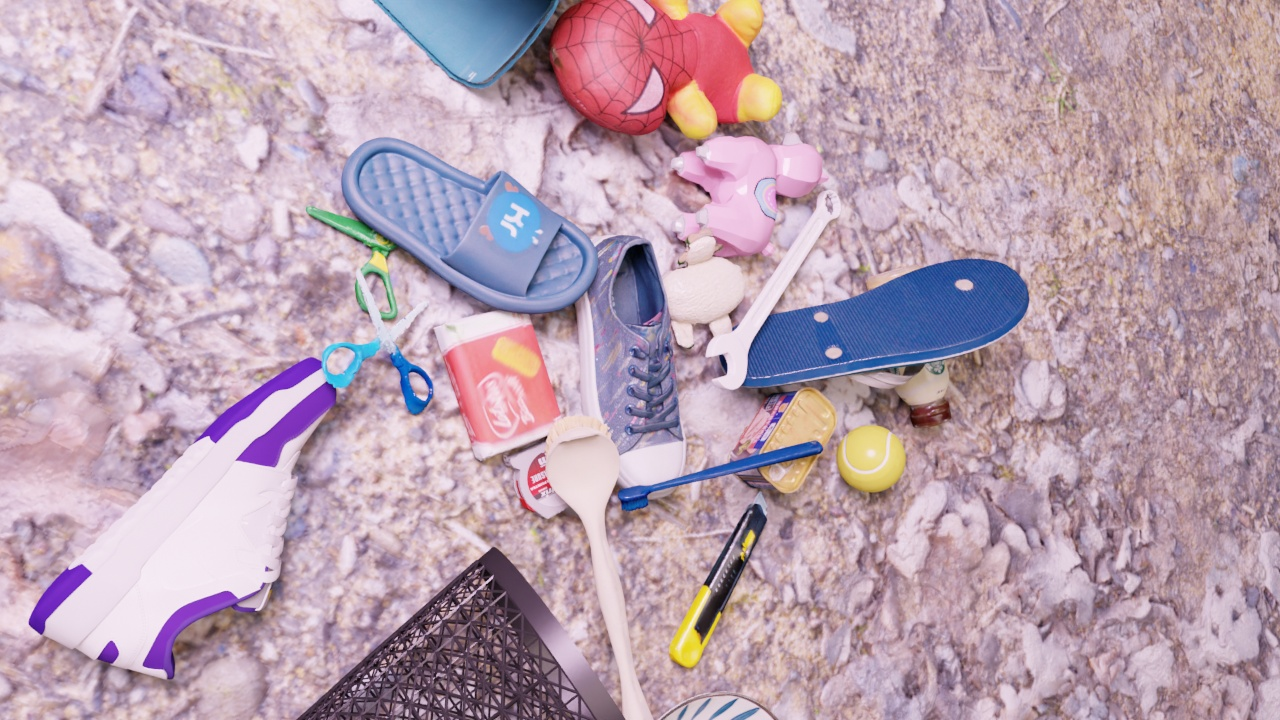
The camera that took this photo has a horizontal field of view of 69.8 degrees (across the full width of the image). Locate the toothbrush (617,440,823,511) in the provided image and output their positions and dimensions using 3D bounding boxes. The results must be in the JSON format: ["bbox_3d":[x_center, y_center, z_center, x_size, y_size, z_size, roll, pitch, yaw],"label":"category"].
[{"bbox_3d":[0.071,0.098,0.788,0.189,0.016,0.017,-13,116,-16],"label":"toothbrush"}]

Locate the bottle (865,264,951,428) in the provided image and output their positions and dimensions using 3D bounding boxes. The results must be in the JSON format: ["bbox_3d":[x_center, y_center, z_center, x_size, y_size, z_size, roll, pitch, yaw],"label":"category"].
[{"bbox_3d":[0.277,-0.013,0.934,0.056,0.057,0.162,-17,93,-27],"label":"bottle"}]

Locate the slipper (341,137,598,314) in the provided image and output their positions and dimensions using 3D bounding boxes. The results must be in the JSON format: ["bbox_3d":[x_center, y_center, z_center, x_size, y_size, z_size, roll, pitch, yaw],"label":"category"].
[{"bbox_3d":[-0.132,-0.107,0.725,0.213,0.059,0.103,25,65,-14],"label":"slipper"}]

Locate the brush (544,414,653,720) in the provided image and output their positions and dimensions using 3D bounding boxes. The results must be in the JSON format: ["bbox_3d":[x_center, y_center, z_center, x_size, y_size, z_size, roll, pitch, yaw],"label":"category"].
[{"bbox_3d":[-0.026,0.176,0.726,0.062,0.077,0.272,-13,85,5],"label":"brush"}]

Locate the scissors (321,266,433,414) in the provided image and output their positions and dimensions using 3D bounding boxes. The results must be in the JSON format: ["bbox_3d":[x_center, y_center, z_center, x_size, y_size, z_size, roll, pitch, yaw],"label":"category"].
[{"bbox_3d":[-0.194,-0.008,0.699,0.127,0.014,0.133,-62,140,-47],"label":"scissors"}]

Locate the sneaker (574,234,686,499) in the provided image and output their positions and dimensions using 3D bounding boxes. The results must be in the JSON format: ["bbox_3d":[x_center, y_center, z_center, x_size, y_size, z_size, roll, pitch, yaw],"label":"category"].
[{"bbox_3d":[-0.005,0.005,0.781,0.087,0.079,0.235,-11,90,-27],"label":"sneaker"}]

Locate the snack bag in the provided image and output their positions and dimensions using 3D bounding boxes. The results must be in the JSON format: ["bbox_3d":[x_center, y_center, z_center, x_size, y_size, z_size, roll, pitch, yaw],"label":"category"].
[{"bbox_3d":[-0.114,0.016,0.751,0.076,0.036,0.116,-19,94,-27],"label":"snack bag"}]

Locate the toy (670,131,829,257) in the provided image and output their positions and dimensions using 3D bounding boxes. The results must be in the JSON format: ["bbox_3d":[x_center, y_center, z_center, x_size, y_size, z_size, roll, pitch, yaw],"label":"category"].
[{"bbox_3d":[0.106,-0.158,0.860,0.157,0.067,0.123,0,86,-30],"label":"toy"}]

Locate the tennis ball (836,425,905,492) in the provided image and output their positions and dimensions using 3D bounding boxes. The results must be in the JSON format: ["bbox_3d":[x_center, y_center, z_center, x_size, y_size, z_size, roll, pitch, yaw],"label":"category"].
[{"bbox_3d":[0.224,0.095,0.893,0.065,0.065,0.065,3,84,-26],"label":"tennis ball"}]

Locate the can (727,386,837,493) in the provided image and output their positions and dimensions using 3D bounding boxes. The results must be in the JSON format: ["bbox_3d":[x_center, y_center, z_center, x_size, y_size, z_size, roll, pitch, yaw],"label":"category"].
[{"bbox_3d":[0.131,0.074,0.853,0.054,0.059,0.099,42,69,-17],"label":"can"}]

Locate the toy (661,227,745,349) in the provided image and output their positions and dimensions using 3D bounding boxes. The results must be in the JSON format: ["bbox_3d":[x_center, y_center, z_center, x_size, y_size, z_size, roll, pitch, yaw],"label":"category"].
[{"bbox_3d":[0.054,-0.065,0.829,0.087,0.050,0.112,-15,106,-17],"label":"toy"}]

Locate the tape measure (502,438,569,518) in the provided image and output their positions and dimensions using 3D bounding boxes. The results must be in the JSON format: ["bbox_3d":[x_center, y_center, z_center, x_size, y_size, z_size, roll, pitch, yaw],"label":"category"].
[{"bbox_3d":[-0.077,0.096,0.770,0.060,0.020,0.062,-24,96,-26],"label":"tape measure"}]

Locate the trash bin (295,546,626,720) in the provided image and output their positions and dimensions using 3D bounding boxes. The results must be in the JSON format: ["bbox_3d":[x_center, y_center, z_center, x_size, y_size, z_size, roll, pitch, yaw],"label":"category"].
[{"bbox_3d":[-0.142,0.289,0.626,0.242,0.217,0.217,-34,100,-18],"label":"trash bin"}]

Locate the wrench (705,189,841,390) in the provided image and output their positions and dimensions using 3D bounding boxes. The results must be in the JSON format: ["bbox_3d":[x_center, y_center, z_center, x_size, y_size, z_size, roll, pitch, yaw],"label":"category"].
[{"bbox_3d":[0.131,-0.075,0.861,0.047,0.009,0.272,53,53,-24],"label":"wrench"}]

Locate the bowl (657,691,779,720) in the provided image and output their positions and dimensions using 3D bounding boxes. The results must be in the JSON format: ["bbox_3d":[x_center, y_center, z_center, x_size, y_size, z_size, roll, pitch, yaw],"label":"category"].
[{"bbox_3d":[0.044,0.364,0.777,0.177,0.071,0.177,2,85,-26],"label":"bowl"}]

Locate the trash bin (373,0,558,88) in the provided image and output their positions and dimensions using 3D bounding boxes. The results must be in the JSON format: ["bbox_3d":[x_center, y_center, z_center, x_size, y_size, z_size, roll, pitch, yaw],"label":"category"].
[{"bbox_3d":[-0.103,-0.375,0.717,0.199,0.197,0.218,45,62,-16],"label":"trash bin"}]

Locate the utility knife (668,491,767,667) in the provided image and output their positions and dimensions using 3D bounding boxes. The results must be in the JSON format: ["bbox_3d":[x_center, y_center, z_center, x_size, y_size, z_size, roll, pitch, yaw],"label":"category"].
[{"bbox_3d":[0.076,0.197,0.838,0.029,0.020,0.173,38,69,-20],"label":"utility knife"}]

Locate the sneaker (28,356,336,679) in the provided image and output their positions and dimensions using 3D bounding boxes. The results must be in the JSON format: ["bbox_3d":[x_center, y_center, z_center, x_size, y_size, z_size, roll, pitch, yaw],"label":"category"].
[{"bbox_3d":[-0.280,0.112,0.634,0.111,0.092,0.243,47,69,-19],"label":"sneaker"}]

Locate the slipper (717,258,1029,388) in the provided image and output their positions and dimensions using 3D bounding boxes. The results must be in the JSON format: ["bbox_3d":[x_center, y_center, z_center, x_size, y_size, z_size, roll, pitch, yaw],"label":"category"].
[{"bbox_3d":[0.219,-0.018,0.854,0.295,0.118,0.060,-14,130,-1],"label":"slipper"}]

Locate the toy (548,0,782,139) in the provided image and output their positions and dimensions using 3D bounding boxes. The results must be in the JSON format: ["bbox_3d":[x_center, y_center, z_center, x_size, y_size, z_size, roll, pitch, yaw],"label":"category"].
[{"bbox_3d":[0.017,-0.260,0.807,0.215,0.099,0.147,-9,78,-28],"label":"toy"}]

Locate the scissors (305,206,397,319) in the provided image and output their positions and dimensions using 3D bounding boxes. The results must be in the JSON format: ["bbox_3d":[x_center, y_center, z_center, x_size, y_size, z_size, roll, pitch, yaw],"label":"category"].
[{"bbox_3d":[-0.199,-0.096,0.733,0.127,0.011,0.125,-11,89,-29],"label":"scissors"}]
